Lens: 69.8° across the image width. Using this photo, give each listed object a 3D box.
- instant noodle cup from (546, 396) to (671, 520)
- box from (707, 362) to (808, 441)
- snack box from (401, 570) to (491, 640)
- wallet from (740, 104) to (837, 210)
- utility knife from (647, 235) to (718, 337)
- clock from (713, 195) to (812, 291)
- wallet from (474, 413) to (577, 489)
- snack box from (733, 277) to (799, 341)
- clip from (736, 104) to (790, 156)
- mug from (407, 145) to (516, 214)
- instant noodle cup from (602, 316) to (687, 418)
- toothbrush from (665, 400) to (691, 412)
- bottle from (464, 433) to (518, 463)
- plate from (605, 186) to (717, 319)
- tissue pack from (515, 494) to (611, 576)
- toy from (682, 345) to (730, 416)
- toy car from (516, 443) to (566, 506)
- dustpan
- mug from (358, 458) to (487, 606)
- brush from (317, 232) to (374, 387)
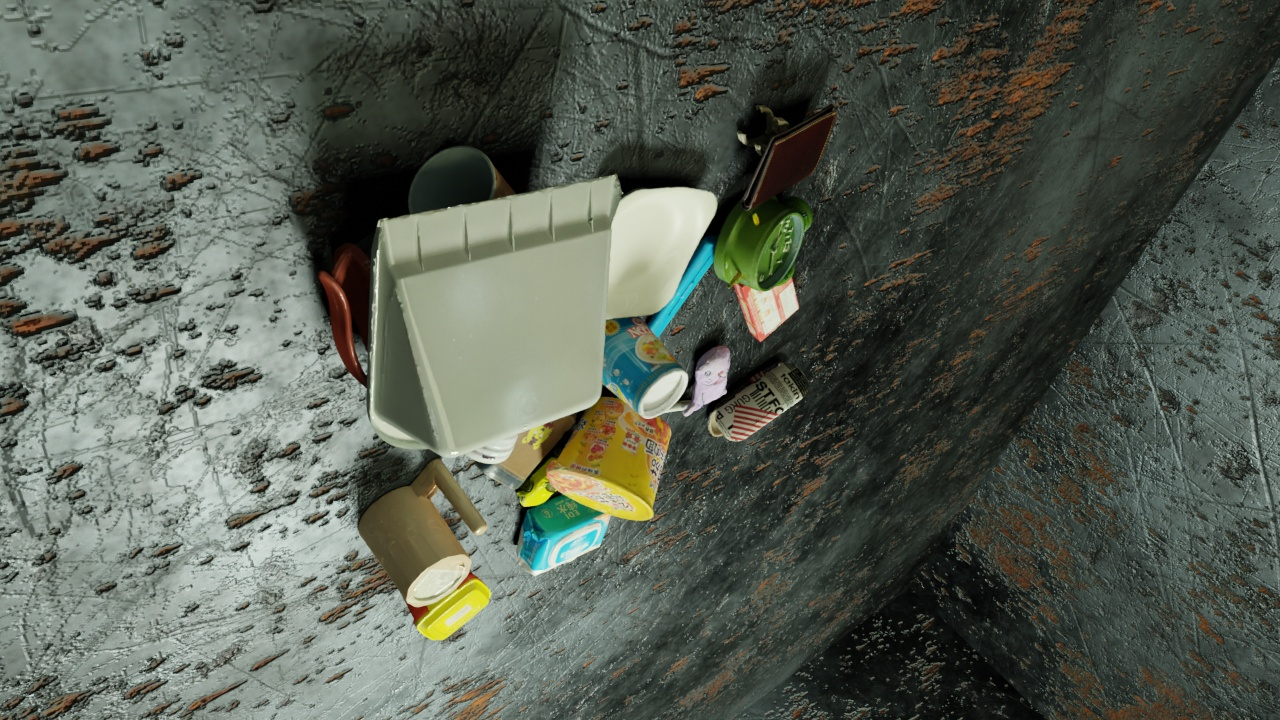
[{"bbox_3d":[-0.030,0.116,1.108,0.138,0.138,0.109,65,43,-59],"label":"instant noodle cup"},{"bbox_3d":[0.172,0.063,1.386,0.162,0.076,0.088,-35,175,-18],"label":"box"},{"bbox_3d":[-0.242,0.282,1.118,0.091,0.080,0.082,-38,149,-12],"label":"snack box"},{"bbox_3d":[0.164,-0.222,1.005,0.122,0.020,0.097,-34,155,-37],"label":"wallet"},{"bbox_3d":[0.038,-0.069,1.095,0.034,0.018,0.192,6,124,-54],"label":"utility knife"},{"bbox_3d":[0.151,-0.140,1.090,0.160,0.056,0.116,-17,131,-53],"label":"clock"},{"bbox_3d":[-0.131,0.094,1.074,0.115,0.033,0.090,-49,149,0],"label":"wallet"},{"bbox_3d":[0.168,-0.089,1.222,0.075,0.025,0.153,-41,150,-5],"label":"snack box"},{"bbox_3d":[0.151,-0.251,0.994,0.104,0.035,0.083,-12,138,-50],"label":"clip"},{"bbox_3d":[-0.130,-0.117,0.775,0.078,0.078,0.122,-46,155,1],"label":"mug"},{"bbox_3d":[-0.006,0.006,1.039,0.099,0.110,0.099,-32,148,-23],"label":"instant noodle cup"},{"bbox_3d":[0.021,0.063,1.240,0.191,0.016,0.018,-5,123,-48],"label":"toothbrush"},{"bbox_3d":[-0.128,0.012,0.943,0.068,0.068,0.197,2,124,-52],"label":"bottle"},{"bbox_3d":[-0.003,-0.117,0.965,0.163,0.034,0.165,-9,135,-46],"label":"plate"},{"bbox_3d":[-0.101,0.229,1.244,0.139,0.063,0.090,-17,140,-39],"label":"tissue pack"},{"bbox_3d":[0.094,0.024,1.256,0.083,0.039,0.108,-31,148,-31],"label":"toy"},{"bbox_3d":[-0.111,0.149,1.165,0.105,0.032,0.048,-43,151,0],"label":"toy car"},{"bbox_3d":[-0.140,-0.025,0.797,0.222,0.143,0.258,-19,117,-36],"label":"dustpan"},{"bbox_3d":[-0.230,0.186,0.991,0.125,0.103,0.084,-48,150,6],"label":"mug"},{"bbox_3d":[-0.224,-0.038,0.761,0.069,0.063,0.146,-44,152,-30],"label":"brush"}]
